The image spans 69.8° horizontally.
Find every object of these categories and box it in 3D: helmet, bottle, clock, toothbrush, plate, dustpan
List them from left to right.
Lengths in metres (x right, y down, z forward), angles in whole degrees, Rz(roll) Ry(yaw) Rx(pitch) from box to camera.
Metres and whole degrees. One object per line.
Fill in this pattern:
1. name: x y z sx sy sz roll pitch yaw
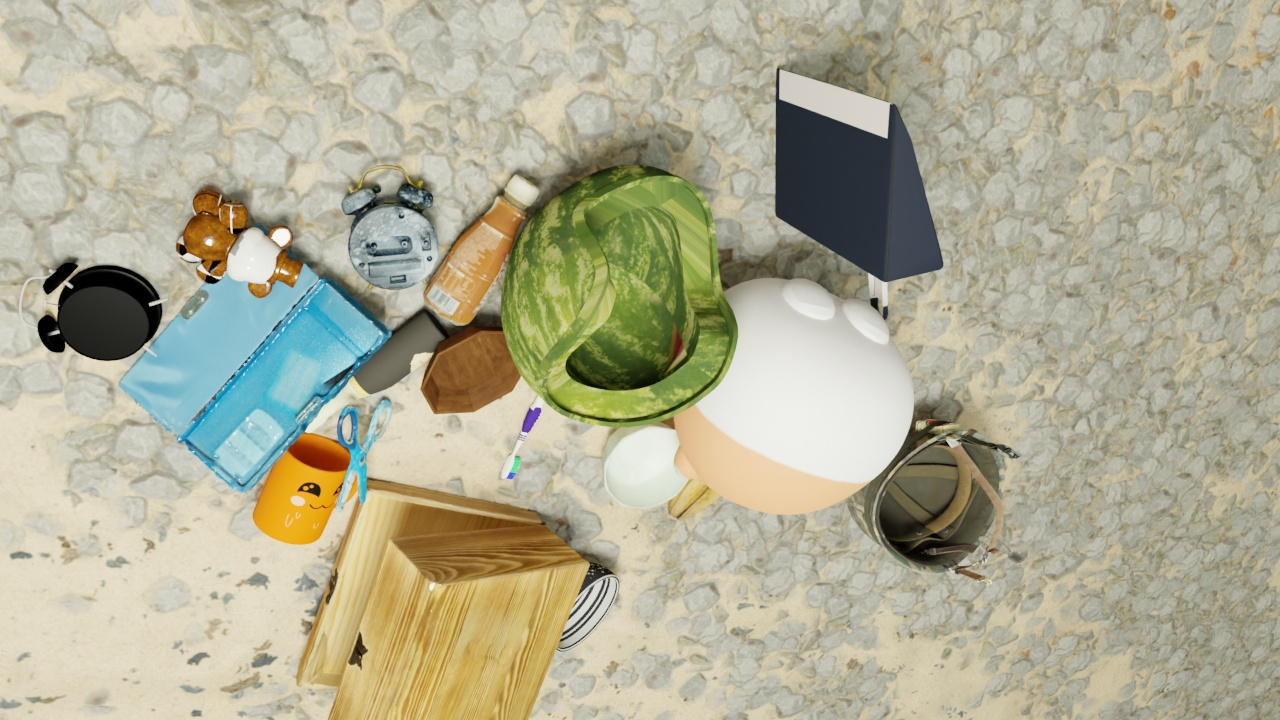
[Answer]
1. clock: -0.526 -0.045 0.881 0.120 0.042 0.091 13 110 -25
2. bottle: -0.292 0.017 0.994 0.184 0.045 0.045 -37 121 0
3. clock: -0.253 -0.133 0.930 0.090 0.052 0.130 -7 118 -16
4. plate: -0.185 0.007 1.012 0.131 0.025 0.131 -25 147 -18
5. bottle: -0.164 -0.118 0.966 0.059 0.059 0.167 29 102 -29
6. toothbrush: -0.127 0.063 1.094 0.016 0.015 0.187 16 108 -31
7. helmet: -0.030 -0.068 0.933 0.213 0.246 0.244 23 142 -30
8. dustpan: 0.233 -0.161 0.983 0.080 0.236 0.273 -12 118 -15
9. helmet: 0.395 0.178 1.208 0.224 0.236 0.193 -8 103 -12

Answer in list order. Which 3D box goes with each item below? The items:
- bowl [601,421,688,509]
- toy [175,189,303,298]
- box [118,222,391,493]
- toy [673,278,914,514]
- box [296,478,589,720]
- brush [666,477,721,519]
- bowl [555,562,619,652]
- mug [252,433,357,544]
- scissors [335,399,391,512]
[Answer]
1. bowl: 0.002 0.120 1.141 0.117 0.061 0.117 -8 117 -17
2. toy: -0.384 -0.106 0.883 0.112 0.067 0.087 23 105 -22
3. box: -0.394 -0.001 0.935 0.174 0.033 0.231 44 95 -8
4. toy: 0.160 0.045 1.042 0.262 0.265 0.281 19 120 -15
5. box: -0.236 0.311 1.096 0.258 0.221 0.279 7 107 -48
6. brush: 0.106 0.128 1.192 0.195 0.043 0.059 -47 120 5
7. bowl: -0.092 0.308 1.189 0.119 0.066 0.120 -38 147 -30
8. mug: -0.361 0.141 1.022 0.112 0.077 0.096 5 117 -56
9. scissors: -0.306 0.098 0.985 0.012 0.127 0.137 15 73 13
